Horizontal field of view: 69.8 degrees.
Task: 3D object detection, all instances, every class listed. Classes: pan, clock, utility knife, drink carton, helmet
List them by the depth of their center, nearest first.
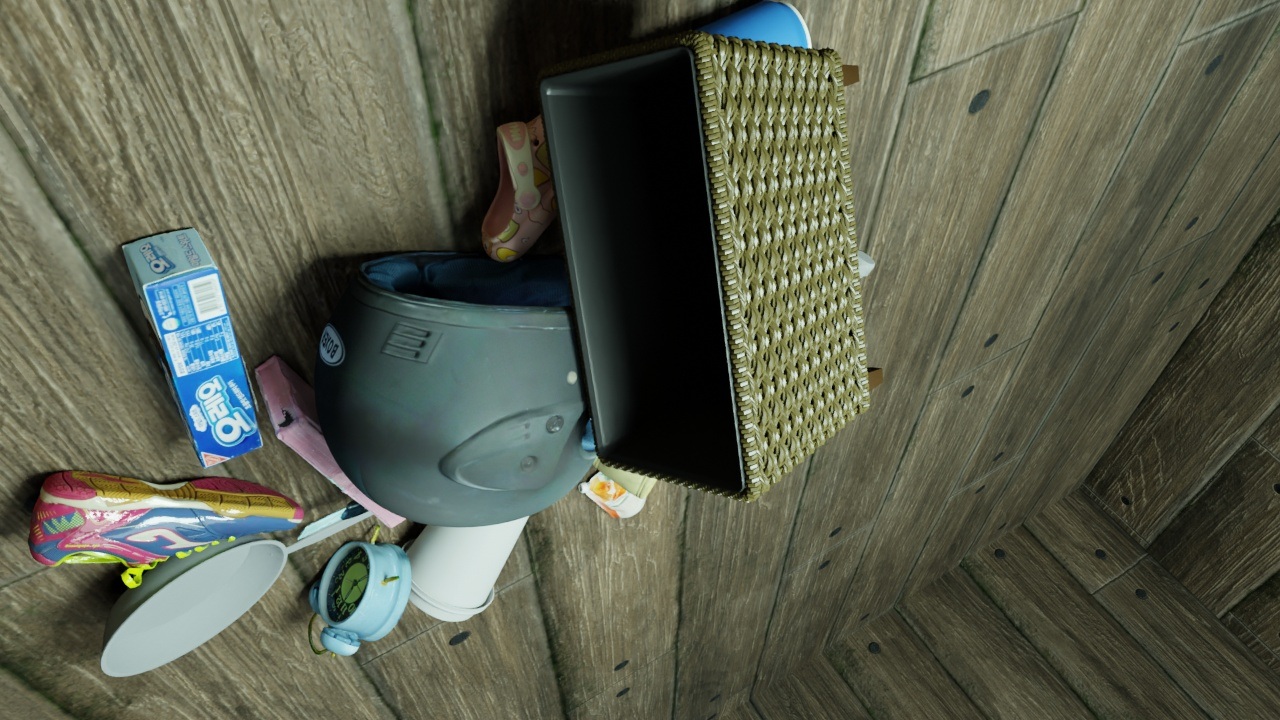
[{"bbox_3d":[-0.137,0.030,0.853,0.315,0.249,0.236,-6,113,-32],"label":"helmet"},{"bbox_3d":[-0.412,0.217,1.004,0.355,0.051,0.201,-33,161,-36],"label":"pan"},{"bbox_3d":[-0.289,0.152,1.039,0.212,0.020,0.029,-24,146,-40],"label":"utility knife"},{"bbox_3d":[-0.343,0.286,1.104,0.162,0.118,0.060,-51,135,8],"label":"clock"},{"bbox_3d":[-0.040,0.191,1.359,0.069,0.039,0.122,-39,141,1],"label":"drink carton"}]

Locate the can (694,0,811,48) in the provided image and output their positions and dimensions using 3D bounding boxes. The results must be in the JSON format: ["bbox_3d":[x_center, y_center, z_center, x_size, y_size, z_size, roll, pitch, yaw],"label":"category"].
[{"bbox_3d":[0.078,-0.273,0.847,0.146,0.079,0.079,-28,146,-15],"label":"can"}]

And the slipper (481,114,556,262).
[{"bbox_3d":[-0.095,-0.179,0.805,0.081,0.093,0.198,26,115,-32],"label":"slipper"}]

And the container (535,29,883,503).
[{"bbox_3d":[0.072,-0.085,0.733,0.204,0.177,0.321,-20,108,-39],"label":"container"}]

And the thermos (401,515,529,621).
[{"bbox_3d":[-0.200,0.203,1.141,0.131,0.131,0.222,15,113,-51],"label":"thermos"}]

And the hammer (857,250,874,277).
[{"bbox_3d":[0.179,-0.090,1.216,0.311,0.035,0.140,-1,135,-43],"label":"hammer"}]

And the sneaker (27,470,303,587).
[{"bbox_3d":[-0.444,0.159,0.874,0.241,0.116,0.091,14,93,-47],"label":"sneaker"}]

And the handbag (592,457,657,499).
[{"bbox_3d":[0.019,0.068,1.172,0.190,0.088,0.233,-55,172,-22],"label":"handbag"}]

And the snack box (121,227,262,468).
[{"bbox_3d":[-0.370,-0.004,0.771,0.059,0.059,0.227,-24,145,-28],"label":"snack box"}]

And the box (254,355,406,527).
[{"bbox_3d":[-0.301,0.087,0.920,0.037,0.098,0.233,-30,145,-4],"label":"box"}]
